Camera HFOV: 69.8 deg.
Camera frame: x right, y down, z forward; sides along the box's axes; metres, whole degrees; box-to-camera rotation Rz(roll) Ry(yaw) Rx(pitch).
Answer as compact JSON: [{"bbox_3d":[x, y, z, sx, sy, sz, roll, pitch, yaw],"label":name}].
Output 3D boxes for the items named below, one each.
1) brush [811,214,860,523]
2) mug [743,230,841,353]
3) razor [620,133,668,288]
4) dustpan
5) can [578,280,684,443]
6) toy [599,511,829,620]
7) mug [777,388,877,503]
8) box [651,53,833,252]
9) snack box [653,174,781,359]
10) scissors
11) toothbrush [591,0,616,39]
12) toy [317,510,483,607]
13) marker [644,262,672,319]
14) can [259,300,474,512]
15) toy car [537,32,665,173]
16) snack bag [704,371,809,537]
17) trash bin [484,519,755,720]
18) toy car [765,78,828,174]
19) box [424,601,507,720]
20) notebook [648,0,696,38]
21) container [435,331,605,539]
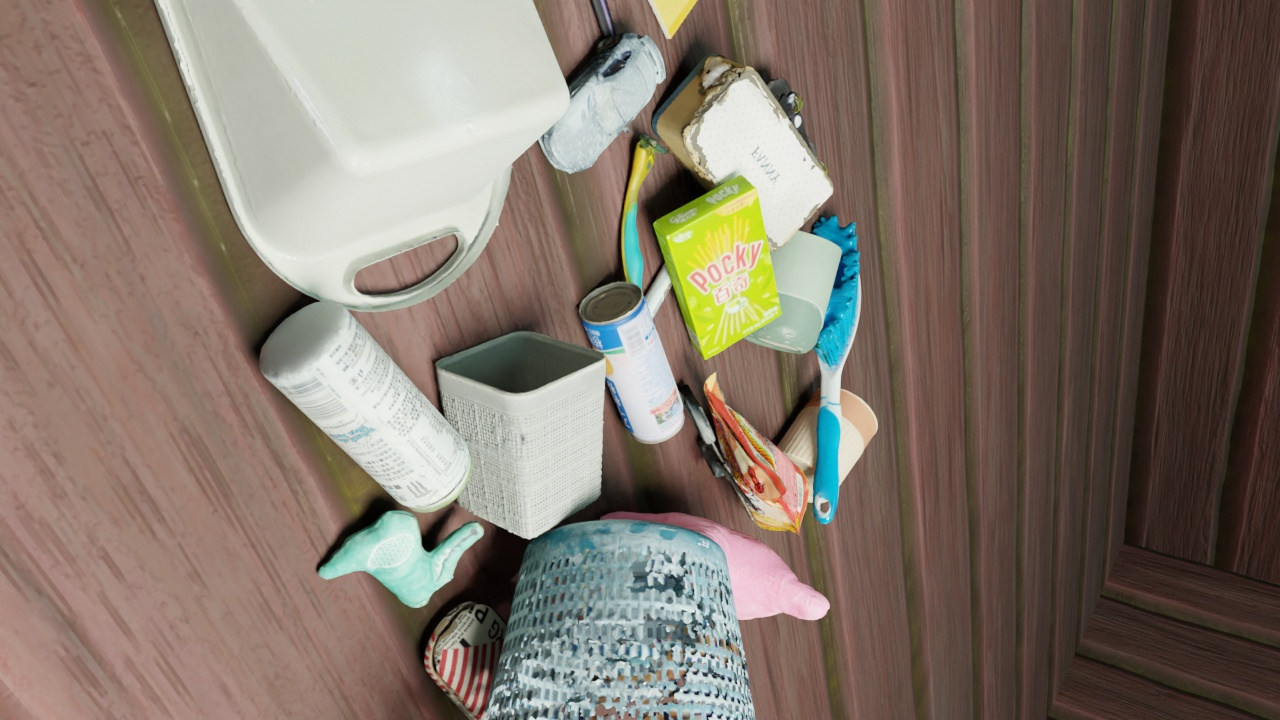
[{"bbox_3d":[0.198,0.004,0.957,0.109,0.061,0.313,56,39,-54],"label":"brush"},{"bbox_3d":[0.144,-0.065,0.907,0.111,0.082,0.106,40,65,-83],"label":"mug"},{"bbox_3d":[-0.001,-0.113,0.741,0.043,0.028,0.132,-16,112,-78],"label":"razor"},{"bbox_3d":[-0.162,-0.169,0.535,0.222,0.143,0.258,-32,95,-43],"label":"dustpan"},{"bbox_3d":[-0.004,0.004,0.751,0.053,0.053,0.135,-48,134,-32],"label":"can"},{"bbox_3d":[0.051,0.176,0.804,0.194,0.179,0.074,27,74,-17],"label":"toy"},{"bbox_3d":[0.200,0.102,1.030,0.105,0.082,0.115,-48,164,-30],"label":"mug"},{"bbox_3d":[0.094,-0.171,0.787,0.090,0.060,0.184,-46,135,1],"label":"box"},{"bbox_3d":[0.070,-0.076,0.786,0.085,0.026,0.156,-30,138,-8],"label":"snack box"},{"bbox_3d":[0.074,0.093,0.817,0.014,0.178,0.159,-26,86,-5],"label":"scissors"},{"bbox_3d":[-0.033,-0.268,0.670,0.014,0.017,0.189,-40,134,-23],"label":"toothbrush"},{"bbox_3d":[-0.153,0.130,0.614,0.096,0.030,0.092,-39,135,-12],"label":"toy"},{"bbox_3d":[0.027,-0.080,0.796,0.145,0.017,0.017,-61,140,-20],"label":"marker"},{"bbox_3d":[-0.161,0.032,0.556,0.058,0.058,0.147,-56,138,-25],"label":"can"},{"bbox_3d":[-0.028,-0.190,0.675,0.120,0.037,0.054,-51,137,-19],"label":"toy car"},{"bbox_3d":[0.111,0.100,0.862,0.073,0.128,0.208,-30,152,4],"label":"snack bag"},{"bbox_3d":[-0.013,0.224,0.636,0.226,0.227,0.194,42,40,-49],"label":"trash bin"},{"bbox_3d":[0.136,-0.197,0.878,0.070,0.042,0.158,-54,139,-23],"label":"toy car"},{"bbox_3d":[-0.106,0.245,0.696,0.070,0.055,0.164,-41,133,-17],"label":"box"},{"bbox_3d":[0.042,-0.383,0.729,0.205,0.010,0.146,-60,140,-21],"label":"notebook"},{"bbox_3d":[-0.081,0.052,0.642,0.090,0.090,0.114,-25,122,-45],"label":"container"}]
